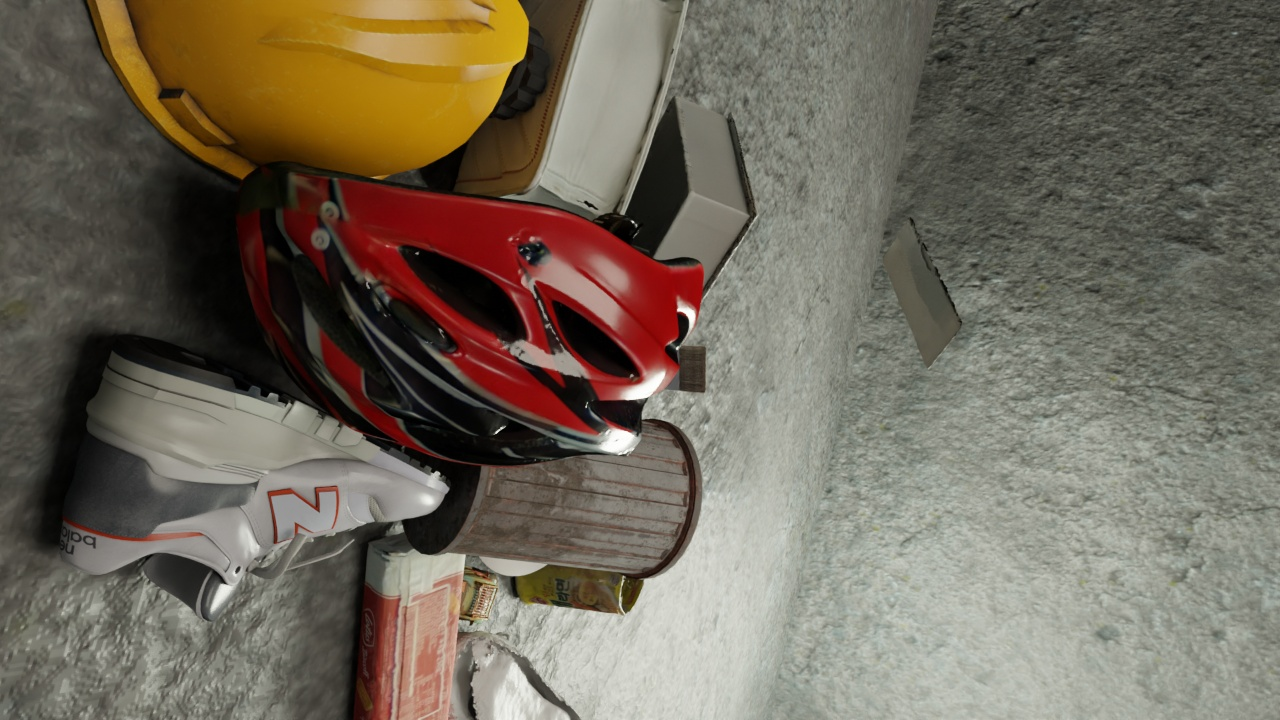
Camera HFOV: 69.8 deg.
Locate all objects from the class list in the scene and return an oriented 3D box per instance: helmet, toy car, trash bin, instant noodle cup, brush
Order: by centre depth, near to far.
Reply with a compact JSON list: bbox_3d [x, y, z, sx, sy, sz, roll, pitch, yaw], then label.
[{"bbox_3d":[-0.132,-0.182,0.480,0.255,0.131,0.205,-8,110,-66],"label":"helmet"},{"bbox_3d":[-0.094,-0.027,0.516,0.271,0.218,0.167,18,83,-41],"label":"helmet"},{"bbox_3d":[-0.060,0.096,0.703,0.210,0.131,0.131,15,88,-37],"label":"trash bin"},{"bbox_3d":[-0.146,0.199,0.775,0.112,0.047,0.047,41,65,-62],"label":"toy car"},{"bbox_3d":[-0.006,0.005,0.886,0.008,0.143,0.045,-29,120,-64],"label":"brush"},{"bbox_3d":[-0.057,0.209,0.921,0.102,0.108,0.102,11,89,-69],"label":"instant noodle cup"}]

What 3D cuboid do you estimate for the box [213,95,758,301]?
[{"bbox_3d":[-0.126,-0.132,0.750,0.168,0.403,0.172,-95,-165,-48],"label":"box"}]

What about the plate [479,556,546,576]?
[{"bbox_3d":[-0.094,0.129,0.823,0.134,0.011,0.135,-14,109,-44],"label":"plate"}]

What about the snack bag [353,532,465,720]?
[{"bbox_3d":[-0.181,0.238,0.706,0.077,0.041,0.225,-7,108,-51],"label":"snack bag"}]

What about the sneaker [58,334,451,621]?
[{"bbox_3d":[-0.212,0.081,0.508,0.124,0.089,0.239,-63,148,-11],"label":"sneaker"}]

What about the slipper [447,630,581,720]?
[{"bbox_3d":[-0.127,0.316,0.849,0.247,0.075,0.112,63,30,-49],"label":"slipper"}]

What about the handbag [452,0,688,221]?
[{"bbox_3d":[-0.055,-0.185,0.663,0.096,0.142,0.198,22,81,-37],"label":"handbag"}]
